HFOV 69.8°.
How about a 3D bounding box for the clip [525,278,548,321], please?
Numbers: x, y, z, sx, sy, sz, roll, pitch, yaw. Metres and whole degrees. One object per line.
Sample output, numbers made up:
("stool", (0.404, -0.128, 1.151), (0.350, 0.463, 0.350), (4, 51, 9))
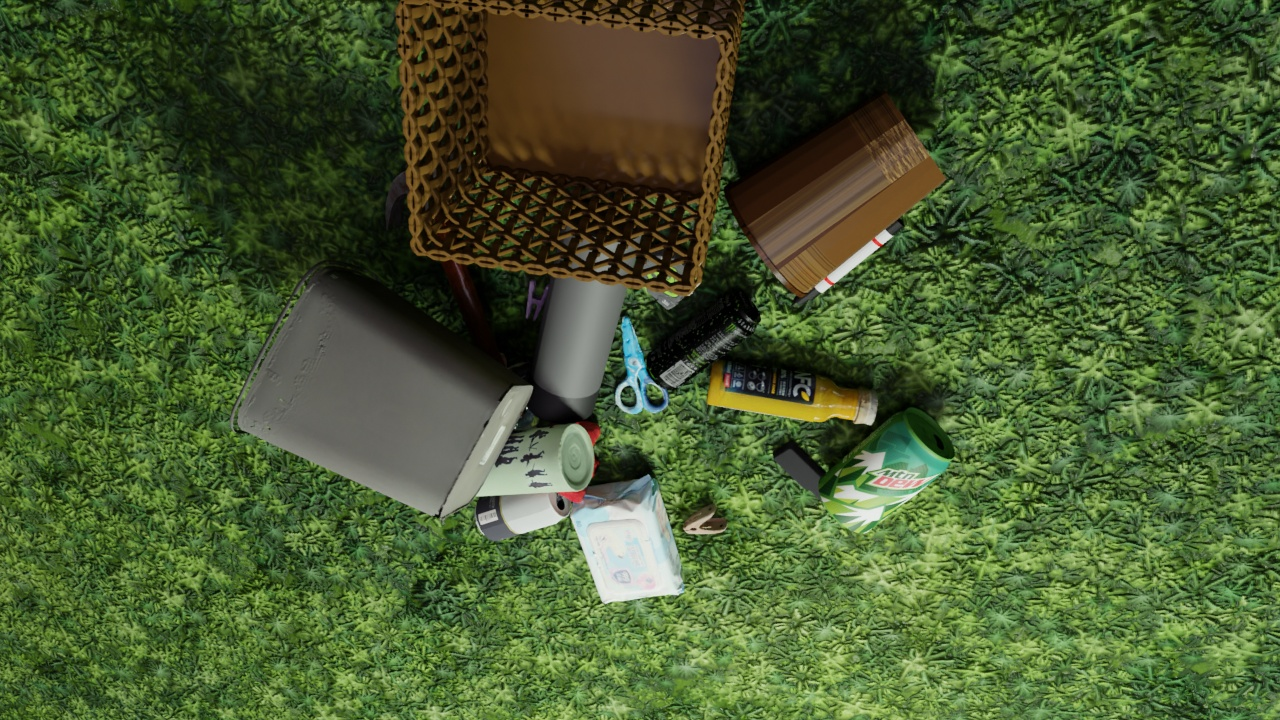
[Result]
("clip", (-0.113, -0.068, 1.039), (0.041, 0.014, 0.052), (-1, 119, 8))

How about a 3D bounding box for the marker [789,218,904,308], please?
("marker", (0.211, -0.100, 0.955), (0.019, 0.019, 0.146), (40, 120, -15))

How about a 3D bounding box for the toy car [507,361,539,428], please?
("toy car", (-0.148, 0.050, 1.102), (0.033, 0.047, 0.106), (27, 128, 33))

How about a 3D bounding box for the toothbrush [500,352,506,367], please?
("toothbrush", (-0.179, 0.048, 1.123), (0.021, 0.016, 0.135), (15, 124, 1))

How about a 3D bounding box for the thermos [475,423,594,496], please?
("thermos", (-0.170, 0.117, 1.067), (0.232, 0.082, 0.082), (-8, 121, 28))

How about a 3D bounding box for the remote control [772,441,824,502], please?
("remote control", (0.216, 0.152, 1.118), (0.032, 0.015, 0.136), (-37, 110, 28))

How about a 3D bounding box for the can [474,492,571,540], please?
("can", (-0.146, 0.187, 1.177), (0.127, 0.064, 0.064), (-20, 117, 21))

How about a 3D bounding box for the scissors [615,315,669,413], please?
("scissors", (-0.006, 0.006, 1.069), (0.066, 0.015, 0.135), (-4, 119, 13))

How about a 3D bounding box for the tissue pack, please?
("tissue pack", (-0.017, 0.230, 1.178), (0.112, 0.069, 0.182), (-8, 120, 16))

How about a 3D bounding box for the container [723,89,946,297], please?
("container", (0.185, -0.160, 0.863), (0.168, 0.132, 0.132), (-35, 111, 21))

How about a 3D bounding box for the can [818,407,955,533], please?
("can", (0.280, 0.126, 1.049), (0.083, 0.082, 0.144), (34, 122, -12))

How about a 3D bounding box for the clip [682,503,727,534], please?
("clip", (0.079, 0.203, 1.171), (0.060, 0.024, 0.039), (-10, 120, 21))

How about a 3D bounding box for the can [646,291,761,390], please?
("can", (0.067, -0.020, 1.012), (0.138, 0.053, 0.054), (-38, 109, 28))

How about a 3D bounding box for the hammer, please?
("hammer", (-0.192, -0.070, 1.012), (0.111, 0.028, 0.301), (-11, 109, 23))

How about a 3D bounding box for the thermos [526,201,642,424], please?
("thermos", (-0.066, -0.046, 1.002), (0.082, 0.082, 0.241), (16, 124, 0))

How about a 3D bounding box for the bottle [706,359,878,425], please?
("bottle", (0.170, 0.038, 1.031), (0.186, 0.053, 0.053), (9, 123, 4))

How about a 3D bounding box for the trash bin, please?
("trash bin", (-0.250, 0.038, 0.946), (0.220, 0.197, 0.197), (29, 92, 4))

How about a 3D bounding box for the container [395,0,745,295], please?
("container", (-0.050, -0.219, 0.809), (0.252, 0.213, 0.220), (9, 123, 5))

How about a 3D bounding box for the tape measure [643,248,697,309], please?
("tape measure", (0.029, -0.095, 0.983), (0.065, 0.035, 0.059), (42, 129, -20))

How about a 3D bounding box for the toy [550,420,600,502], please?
("toy", (-0.103, 0.101, 1.109), (0.094, 0.087, 0.133), (15, 123, 14))
